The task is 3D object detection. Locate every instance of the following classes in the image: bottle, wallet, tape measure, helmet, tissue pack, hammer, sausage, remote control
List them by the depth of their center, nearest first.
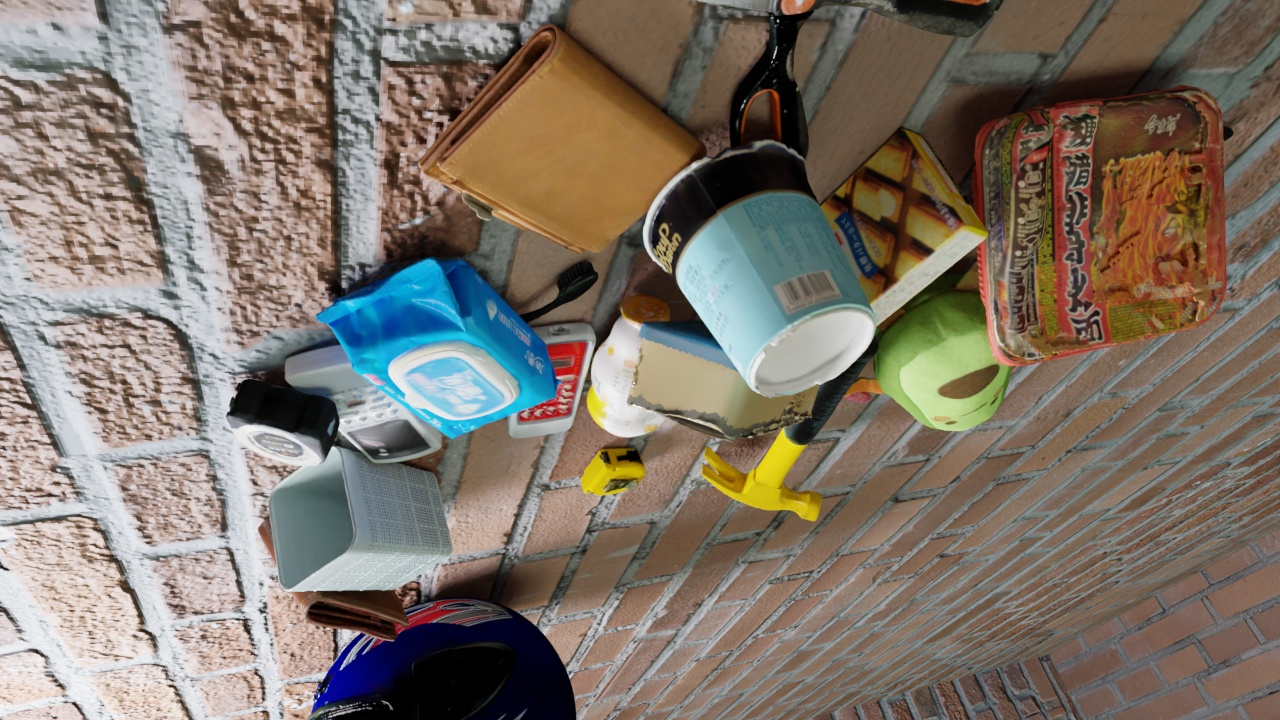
[{"bbox_3d":[-0.039,-0.110,0.504,0.108,0.031,0.131,-38,144,23],"label":"wallet"},{"bbox_3d":[-0.123,-0.004,0.591,0.095,0.052,0.157,-21,144,15],"label":"tissue pack"},{"bbox_3d":[-0.238,0.044,0.617,0.066,0.033,0.066,17,150,-5],"label":"tape measure"},{"bbox_3d":[-0.193,0.035,0.655,0.058,0.021,0.150,-12,149,5],"label":"remote control"},{"bbox_3d":[-0.004,0.004,0.676,0.063,0.063,0.109,-7,133,-20],"label":"bottle"},{"bbox_3d":[-0.071,0.019,0.703,0.055,0.020,0.136,-8,147,-20],"label":"remote control"},{"bbox_3d":[-0.262,0.187,0.789,0.032,0.101,0.124,-45,144,3],"label":"wallet"},{"bbox_3d":[0.139,0.062,0.811,0.129,0.032,0.301,15,147,-1],"label":"hammer"},{"bbox_3d":[0.170,0.018,0.835,0.020,0.020,0.155,-38,144,29],"label":"sausage"},{"bbox_3d":[-0.023,0.107,0.861,0.057,0.029,0.060,0,145,-30],"label":"tape measure"},{"bbox_3d":[-0.230,0.386,0.976,0.314,0.240,0.248,-16,152,-28],"label":"helmet"}]

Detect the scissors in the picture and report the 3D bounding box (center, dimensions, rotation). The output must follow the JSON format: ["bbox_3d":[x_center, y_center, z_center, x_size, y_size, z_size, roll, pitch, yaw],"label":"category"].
[{"bbox_3d":[0.092,-0.178,0.476,0.220,0.021,0.235,-14,150,-9],"label":"scissors"}]

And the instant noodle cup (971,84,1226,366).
[{"bbox_3d":[0.300,-0.092,0.621,0.188,0.164,0.079,-10,-167,-12],"label":"instant noodle cup"}]

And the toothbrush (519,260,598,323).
[{"bbox_3d":[-0.104,-0.017,0.639,0.190,0.017,0.014,-30,147,24],"label":"toothbrush"}]

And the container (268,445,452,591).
[{"bbox_3d":[-0.220,0.132,0.738,0.090,0.090,0.111,-34,149,23],"label":"container"}]

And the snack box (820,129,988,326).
[{"bbox_3d":[0.150,-0.073,0.612,0.033,0.086,0.141,7,141,-38],"label":"snack box"}]

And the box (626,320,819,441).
[{"bbox_3d":[0.063,0.010,0.639,0.184,0.090,0.061,-3,109,-63],"label":"box"}]

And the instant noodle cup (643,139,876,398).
[{"bbox_3d":[0.074,-0.046,0.534,0.111,0.120,0.111,-18,148,-12],"label":"instant noodle cup"}]

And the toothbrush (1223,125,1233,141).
[{"bbox_3d":[0.351,-0.151,0.672,0.189,0.014,0.016,-12,172,-10],"label":"toothbrush"}]

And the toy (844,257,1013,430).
[{"bbox_3d":[0.258,-0.009,0.773,0.227,0.089,0.247,-18,147,18],"label":"toy"}]
